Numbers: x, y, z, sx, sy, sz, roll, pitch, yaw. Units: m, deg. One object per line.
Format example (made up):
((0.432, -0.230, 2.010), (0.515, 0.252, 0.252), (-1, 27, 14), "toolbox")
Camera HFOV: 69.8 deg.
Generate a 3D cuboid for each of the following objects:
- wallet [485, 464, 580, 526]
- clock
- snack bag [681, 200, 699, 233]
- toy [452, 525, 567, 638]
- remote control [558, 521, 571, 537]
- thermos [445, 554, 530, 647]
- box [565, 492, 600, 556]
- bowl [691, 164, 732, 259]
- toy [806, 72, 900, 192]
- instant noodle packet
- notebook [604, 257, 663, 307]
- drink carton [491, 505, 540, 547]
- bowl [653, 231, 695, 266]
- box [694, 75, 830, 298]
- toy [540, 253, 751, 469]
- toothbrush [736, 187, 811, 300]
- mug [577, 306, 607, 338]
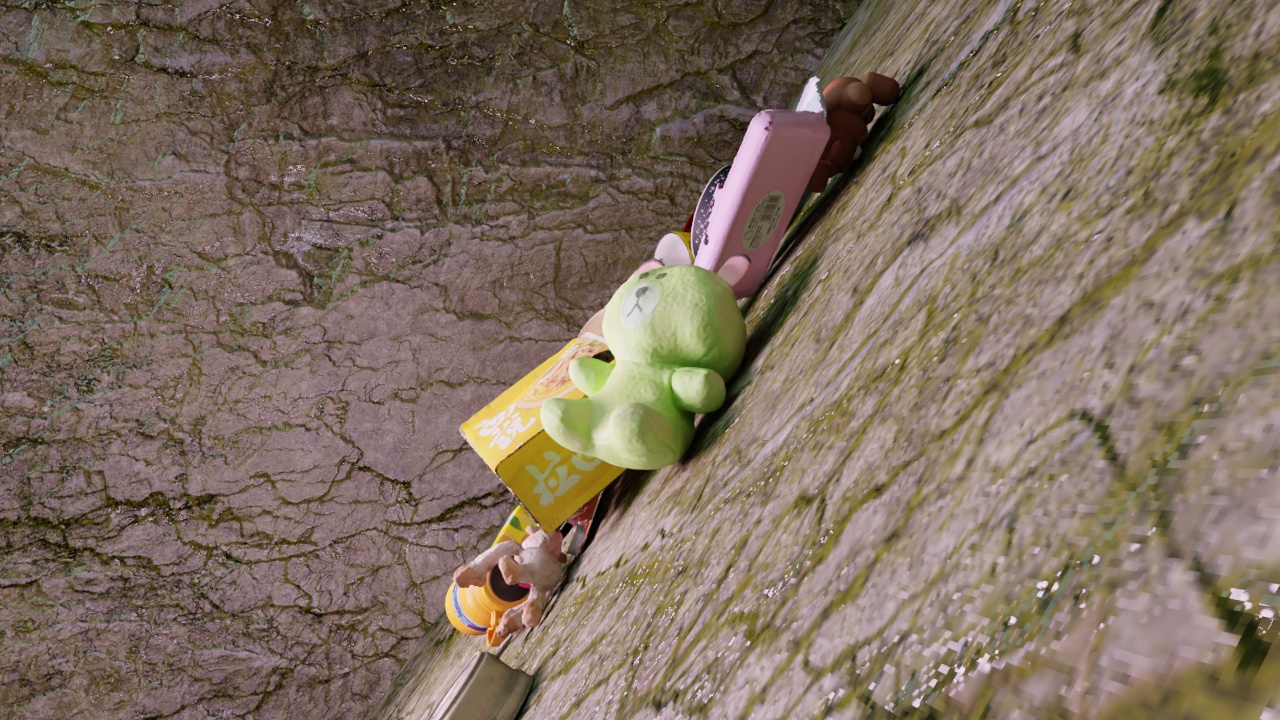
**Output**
((-0.105, 0.125, 1.028), (0.072, 0.123, 0.020), (-57, 4, -34), "wallet")
((-0.132, 0.265, 0.649), (0.093, 0.054, 0.140), (-52, 3, 45), "clock")
((0.083, -0.146, 1.247), (0.138, 0.067, 0.208), (30, -88, -50), "snack bag")
((-0.109, 0.189, 0.847), (0.074, 0.085, 0.105), (-33, 13, 42), "toy")
((-0.106, 0.210, 1.089), (0.152, 0.020, 0.041), (-52, 5, 22), "remote control")
((-0.154, 0.254, 0.978), (0.076, 0.091, 0.233), (-25, -10, -25), "thermos")
((-0.057, 0.130, 0.926), (0.042, 0.082, 0.186), (-22, 9, 10), "box")
((0.117, -0.153, 1.027), (0.119, 0.066, 0.120), (-39, -39, -41), "bowl")
((0.190, -0.211, 0.859), (0.095, 0.065, 0.127), (125, 168, -69), "toy")
((-0.085, 0.046, 0.875), (0.163, 0.084, 0.222), (-41, 26, -11), "instant noodle packet")
((-0.071, -0.029, 1.187), (0.252, 0.010, 0.182), (-50, 8, -7), "notebook")
((-0.168, 0.257, 1.173), (0.043, 0.058, 0.134), (-51, 7, 49), "drink carton")
((0.068, -0.103, 1.155), (0.117, 0.067, 0.117), (176, 90, -66), "bowl")
((0.121, -0.149, 0.852), (0.145, 0.077, 0.202), (-37, -23, -44), "box")
((0.016, 0.002, 0.716), (0.150, 0.107, 0.196), (-1, 40, 45), "toy")
((0.144, -0.130, 0.999), (0.167, 0.013, 0.013), (-56, -5, -11), "toothbrush")
((-0.006, 0.006, 1.068), (0.096, 0.099, 0.120), (-38, 47, 17), "mug")
